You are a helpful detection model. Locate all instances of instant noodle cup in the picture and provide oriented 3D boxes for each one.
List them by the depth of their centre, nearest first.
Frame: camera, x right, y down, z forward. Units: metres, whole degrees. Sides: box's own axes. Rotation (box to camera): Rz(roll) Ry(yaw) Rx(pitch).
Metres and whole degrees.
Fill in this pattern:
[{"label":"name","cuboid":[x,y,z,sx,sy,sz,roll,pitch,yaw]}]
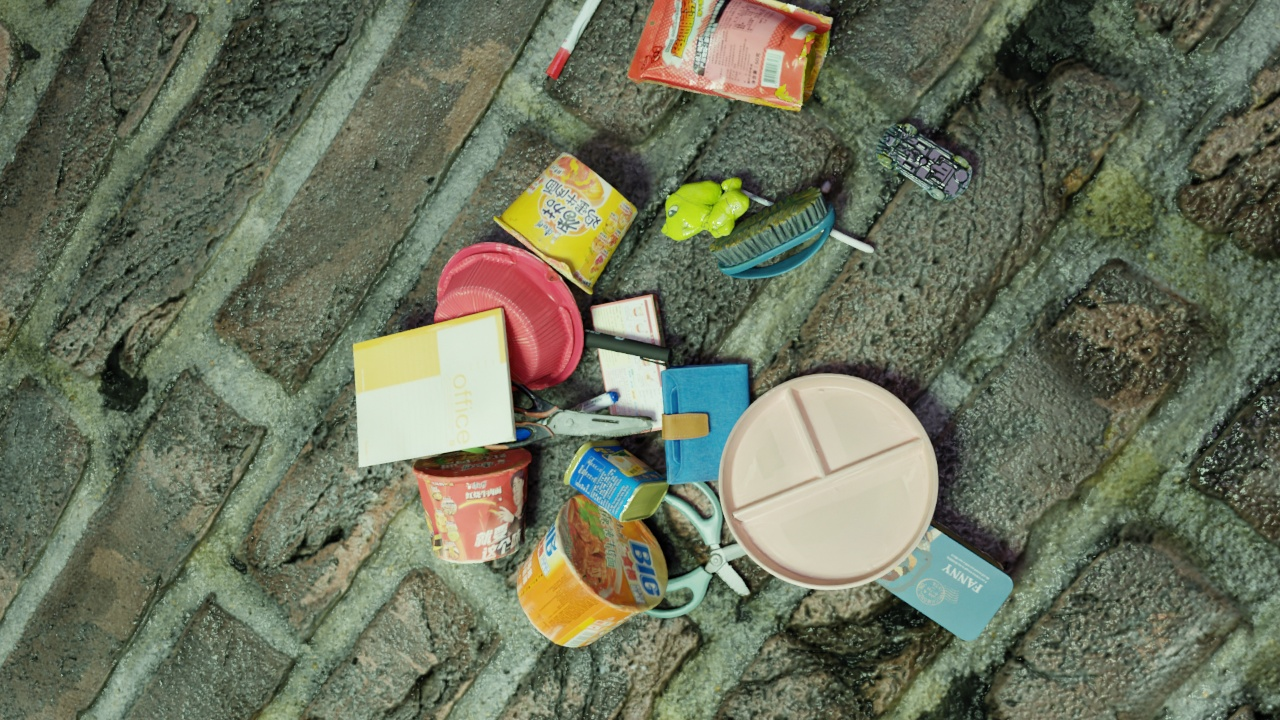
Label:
[{"label":"instant noodle cup","cuboid":[-0.076,-0.158,1.030,0.138,0.138,0.110,39,93,9]},{"label":"instant noodle cup","cuboid":[-0.061,0.243,1.034,0.151,0.151,0.112,47,120,7]},{"label":"instant noodle cup","cuboid":[-0.163,-0.034,1.046,0.194,0.065,0.194,13,125,18]},{"label":"instant noodle cup","cuboid":[-0.191,0.167,1.074,0.138,0.137,0.108,-1,101,13]}]

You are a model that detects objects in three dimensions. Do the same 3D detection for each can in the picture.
[{"label":"can","cuboid":[-0.025,0.136,1.034,0.083,0.102,0.057,34,100,23]}]

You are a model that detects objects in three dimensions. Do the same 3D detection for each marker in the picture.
[{"label":"marker","cuboid":[-0.028,-0.017,1.048,0.132,0.020,0.022,13,84,16]},{"label":"marker","cuboid":[-0.068,-0.395,1.069,0.017,0.017,0.145,34,100,10]},{"label":"marker","cuboid":[-0.089,0.066,1.083,0.146,0.016,0.017,-23,87,26]}]

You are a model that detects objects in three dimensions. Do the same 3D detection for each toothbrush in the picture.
[{"label":"toothbrush","cuboid":[0.175,-0.156,1.024,0.180,0.016,0.016,26,106,12]}]

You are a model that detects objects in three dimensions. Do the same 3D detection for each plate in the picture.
[{"label":"plate","cuboid":[0.197,0.127,0.977,0.230,0.028,0.229,-6,73,19]}]

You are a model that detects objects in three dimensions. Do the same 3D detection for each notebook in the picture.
[{"label":"notebook","cuboid":[-0.231,0.032,1.008,0.207,0.010,0.145,-11,79,24]}]

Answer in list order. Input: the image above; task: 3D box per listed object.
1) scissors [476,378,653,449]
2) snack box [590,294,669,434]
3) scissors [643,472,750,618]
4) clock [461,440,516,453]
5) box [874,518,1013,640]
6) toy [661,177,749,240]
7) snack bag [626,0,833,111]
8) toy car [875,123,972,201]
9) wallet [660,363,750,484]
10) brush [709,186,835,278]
[{"label":"scissors","cuboid":[-0.094,0.053,1.023,0.209,0.015,0.182,-33,89,-12]},{"label":"snack box","cuboid":[-0.006,0.006,1.070,0.077,0.027,0.156,-10,90,14]},{"label":"scissors","cuboid":[0.045,0.221,1.074,0.170,0.019,0.174,-35,85,12]},{"label":"clock","cuboid":[-0.230,0.060,1.080,0.161,0.116,0.056,21,92,16]},{"label":"box","cuboid":[0.308,0.219,0.987,0.184,0.063,0.090,31,100,12]},{"label":"toy","cuboid":[0.072,-0.171,1.030,0.100,0.031,0.096,36,91,37]},{"label":"snack bag","cuboid":[0.096,-0.349,1.012,0.208,0.073,0.128,19,93,17]},{"label":"toy car","cuboid":[0.303,-0.211,0.982,0.105,0.031,0.049,36,101,11]},{"label":"wallet","cuboid":[0.075,0.070,1.036,0.106,0.040,0.133,-3,92,-12]},{"label":"brush","cuboid":[0.150,-0.130,1.006,0.144,0.055,0.073,-24,120,27]}]
